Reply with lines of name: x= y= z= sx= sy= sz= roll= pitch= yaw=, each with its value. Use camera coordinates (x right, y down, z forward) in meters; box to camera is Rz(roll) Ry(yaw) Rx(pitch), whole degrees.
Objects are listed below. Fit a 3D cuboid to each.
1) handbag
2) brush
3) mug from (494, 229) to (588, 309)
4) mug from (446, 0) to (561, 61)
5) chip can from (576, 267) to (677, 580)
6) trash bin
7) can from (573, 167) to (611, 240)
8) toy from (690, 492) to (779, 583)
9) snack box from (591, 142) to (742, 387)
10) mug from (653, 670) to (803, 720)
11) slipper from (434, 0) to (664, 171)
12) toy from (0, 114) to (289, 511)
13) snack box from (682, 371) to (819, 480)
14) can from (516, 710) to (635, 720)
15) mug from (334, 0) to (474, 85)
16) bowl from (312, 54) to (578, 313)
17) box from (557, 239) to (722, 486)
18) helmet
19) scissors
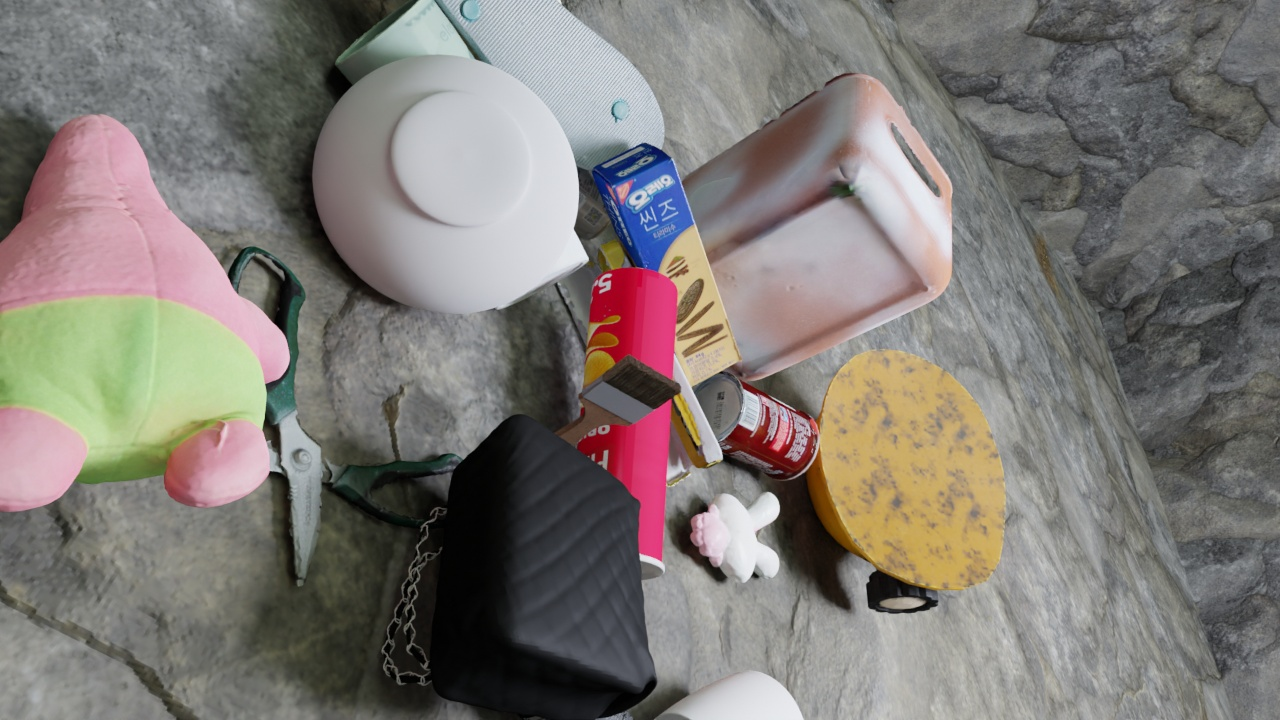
handbag: x=-0.061 y=0.132 z=0.524 sx=0.125 sy=0.115 sz=0.153 roll=31 pitch=29 yaw=-28
brush: x=-0.037 y=0.043 z=0.600 sx=0.045 sy=0.143 sz=0.008 roll=29 pitch=42 yaw=-28
mug: x=-0.098 y=-0.102 z=0.683 sx=0.105 sy=0.082 sz=0.082 roll=62 pitch=32 yaw=-2
mug: x=-0.112 y=-0.280 z=0.796 sx=0.120 sy=0.096 sz=0.100 roll=-171 pitch=-119 yaw=-79
chip can: x=-0.011 y=0.042 z=0.669 sx=0.069 sy=0.069 sz=0.220 roll=29 pitch=55 yaw=-41
trash bin: x=0.150 y=-0.114 z=0.871 sx=0.181 sy=0.260 sz=0.157 roll=45 pitch=38 yaw=-25
can: x=-0.082 y=-0.157 z=0.773 sx=0.135 sy=0.054 sz=0.054 roll=35 pitch=41 yaw=-35
toy: x=0.081 y=0.150 z=0.783 sx=0.122 sy=0.038 sz=0.079 roll=16 pitch=66 yaw=-49
snack box: x=0.025 y=-0.077 z=0.777 sx=0.057 sy=0.056 sz=0.207 roll=51 pitch=-13 yaw=56
mug: x=0.053 y=0.278 z=0.623 sx=0.087 sy=0.081 sz=0.114 roll=1 pitch=96 yaw=-47
slipper: x=-0.089 y=-0.244 z=0.719 sx=0.268 sy=0.055 sz=0.098 roll=42 pitch=80 yaw=-32
toy: x=-0.246 y=-0.026 z=0.419 sx=0.191 sy=0.097 sz=0.236 roll=14 pitch=41 yaw=-46
snack box: x=0.103 y=0.061 z=0.848 sx=0.121 sy=0.072 sz=0.072 roll=27 pitch=46 yaw=-41
can: x=-0.023 y=0.238 z=0.555 sx=0.137 sy=0.054 sz=0.053 roll=56 pitch=33 yaw=-8
mug: x=-0.161 y=-0.209 z=0.690 sx=0.104 sy=0.084 sz=0.111 roll=51 pitch=4 yaw=-30
bowl: x=-0.120 y=-0.122 z=0.597 sx=0.176 sy=0.066 sz=0.176 roll=3 pitch=82 yaw=-19
box: x=0.002 y=0.002 z=0.778 sx=0.210 sy=0.070 sz=0.067 roll=64 pitch=13 yaw=4
helmet: x=0.252 y=0.128 z=0.946 sx=0.205 sy=0.132 sz=0.254 roll=10 pitch=59 yaw=-14
scissors: x=-0.171 y=0.035 z=0.540 sx=0.203 sy=0.015 sz=0.201 roll=19 pitch=52 yaw=-48
